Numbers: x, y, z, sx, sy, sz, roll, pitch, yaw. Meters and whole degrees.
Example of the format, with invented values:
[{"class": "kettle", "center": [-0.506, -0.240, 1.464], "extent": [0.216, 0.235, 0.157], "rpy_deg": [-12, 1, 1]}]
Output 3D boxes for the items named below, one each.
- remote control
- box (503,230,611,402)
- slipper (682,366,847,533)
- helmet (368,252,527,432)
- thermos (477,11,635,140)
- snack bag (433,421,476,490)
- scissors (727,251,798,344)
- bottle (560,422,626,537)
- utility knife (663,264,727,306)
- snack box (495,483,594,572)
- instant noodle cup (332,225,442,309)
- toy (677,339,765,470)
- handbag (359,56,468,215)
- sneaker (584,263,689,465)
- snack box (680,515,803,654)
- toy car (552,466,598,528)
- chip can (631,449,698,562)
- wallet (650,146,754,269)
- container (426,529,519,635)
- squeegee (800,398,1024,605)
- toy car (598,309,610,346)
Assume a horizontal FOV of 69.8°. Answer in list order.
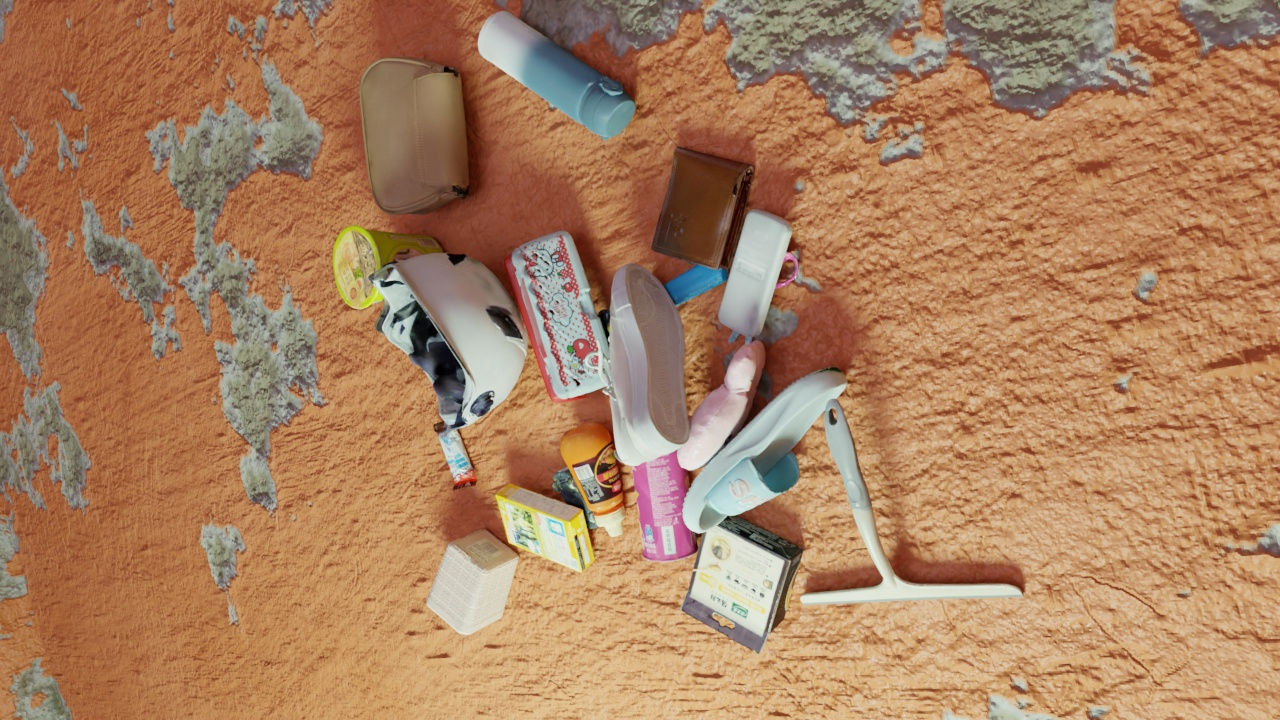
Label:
[{"class": "remote control", "center": [0.124, -0.094, 0.999], "extent": [0.056, 0.020, 0.136], "rpy_deg": [31, 117, 35]}, {"class": "box", "center": [-0.091, -0.054, 1.141], "extent": [0.102, 0.095, 0.201], "rpy_deg": [-21, 83, 20]}, {"class": "slipper", "center": [0.144, 0.107, 1.001], "extent": [0.074, 0.103, 0.246], "rpy_deg": [50, 116, 22]}, {"class": "helmet", "center": [-0.227, -0.041, 1.178], "extent": [0.229, 0.145, 0.259], "rpy_deg": [52, 153, 13]}, {"class": "thermos", "center": [-0.099, -0.342, 1.096], "extent": [0.220, 0.070, 0.070], "rpy_deg": [38, 119, 22]}, {"class": "snack bag", "center": [-0.270, 0.137, 1.340], "extent": [0.048, 0.026, 0.104], "rpy_deg": [-18, 90, 24]}, {"class": "scissors", "center": [0.122, -0.075, 1.031], "extent": [0.083, 0.017, 0.138], "rpy_deg": [41, 124, 20]}, {"class": "bottle", "center": [-0.053, 0.156, 1.175], "extent": [0.067, 0.066, 0.149], "rpy_deg": [-13, 99, 36]}, {"class": "utility knife", "center": [0.040, -0.080, 1.083], "extent": [0.160, 0.018, 0.034], "rpy_deg": [-27, 72, 37]}, {"class": "snack box", "center": [-0.130, 0.225, 1.238], "extent": [0.141, 0.033, 0.087], "rpy_deg": [11, 124, 35]}, {"class": "instant noodle cup", "center": [-0.341, -0.130, 1.270], "extent": [0.112, 0.123, 0.112], "rpy_deg": [7, 100, 39]}, {"class": "toy", "center": [0.093, 0.051, 1.015], "extent": [0.054, 0.121, 0.160], "rpy_deg": [30, 106, 13]}, {"class": "handbag", "center": [-0.294, -0.298, 1.224], "extent": [0.148, 0.099, 0.204], "rpy_deg": [3, 102, 27]}, {"class": "sneaker", "center": [-0.006, 0.006, 1.033], "extent": [0.091, 0.089, 0.241], "rpy_deg": [-34, 50, 37]}, {"class": "snack box", "center": [0.118, 0.258, 1.079], "extent": [0.113, 0.053, 0.126], "rpy_deg": [23, 113, 29]}, {"class": "toy car", "center": [-0.080, 0.181, 1.211], "extent": [0.043, 0.034, 0.090], "rpy_deg": [-23, 100, 44]}, {"class": "chip can", "center": [0.023, 0.132, 1.108], "extent": [0.072, 0.071, 0.210], "rpy_deg": [-2, 99, 35]}, {"class": "wallet", "center": [0.067, -0.170, 1.030], "extent": [0.101, 0.032, 0.124], "rpy_deg": [21, 101, 34]}, {"class": "container", "center": [-0.239, 0.314, 1.319], "extent": [0.090, 0.089, 0.111], "rpy_deg": [31, 113, 26]}, {"class": "squeegee", "center": [0.235, 0.156, 0.952], "extent": [0.247, 0.039, 0.246], "rpy_deg": [-13, 105, 36]}, {"class": "toy car", "center": [-0.029, -0.019, 1.129], "extent": [0.042, 0.035, 0.090], "rpy_deg": [3, 102, 63]}]
